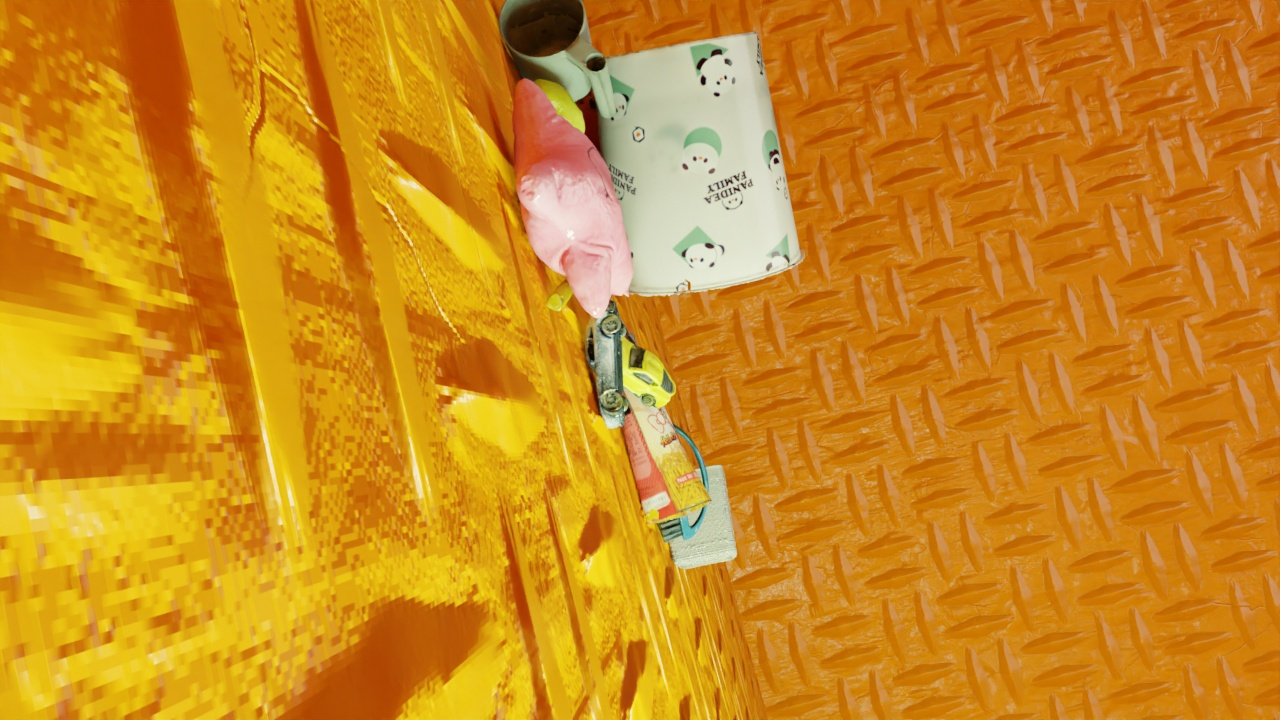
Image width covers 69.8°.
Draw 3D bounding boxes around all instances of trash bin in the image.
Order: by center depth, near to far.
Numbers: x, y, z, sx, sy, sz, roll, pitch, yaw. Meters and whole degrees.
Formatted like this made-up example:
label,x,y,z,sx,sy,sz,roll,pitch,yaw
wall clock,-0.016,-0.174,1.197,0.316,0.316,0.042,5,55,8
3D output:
label,x,y,z,sx,sy,sz,roll,pitch,yaw
trash bin,0.056,-0.223,1.032,0.229,0.229,0.252,-93,173,-72

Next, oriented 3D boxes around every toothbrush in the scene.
label,x,y,z,sx,sy,sz,roll,pitch,yaw
toothbrush,-0.064,-0.064,0.783,0.190,0.016,0.016,-82,157,-77

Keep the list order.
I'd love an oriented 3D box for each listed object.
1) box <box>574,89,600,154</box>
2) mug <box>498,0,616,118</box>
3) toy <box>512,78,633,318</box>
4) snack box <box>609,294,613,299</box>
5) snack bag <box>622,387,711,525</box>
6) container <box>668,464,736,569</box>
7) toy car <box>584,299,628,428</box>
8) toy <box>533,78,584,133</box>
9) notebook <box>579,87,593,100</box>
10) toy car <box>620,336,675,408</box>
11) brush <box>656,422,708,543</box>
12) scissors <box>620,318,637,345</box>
label,x,y,z,sx,sy,sz,roll,pitch,yaw
box,-0.051,-0.293,1.177,0.091,0.078,0.168,38,3,2
mug,-0.075,-0.300,0.913,0.124,0.083,0.103,43,-5,11
toy,-0.051,-0.119,0.711,0.194,0.075,0.178,-100,165,-48
snack box,-0.048,-0.116,0.915,0.153,0.025,0.075,65,38,-66
snack bag,0.004,0.069,0.980,0.128,0.073,0.207,57,11,-75
container,0.074,0.203,1.178,0.090,0.090,0.114,60,18,-72
toy car,-0.031,0.003,0.850,0.054,0.037,0.120,48,37,-83
toy,-0.084,-0.228,0.864,0.096,0.031,0.100,21,52,-50
notebook,-0.066,-0.351,1.197,0.146,0.010,0.206,37,-4,19
toy car,-0.005,0.005,0.917,0.105,0.032,0.048,37,38,-27
brush,0.041,0.135,1.060,0.055,0.073,0.143,88,-12,-78
scissors,-0.012,-0.022,1.134,0.189,0.015,0.226,56,5,20
